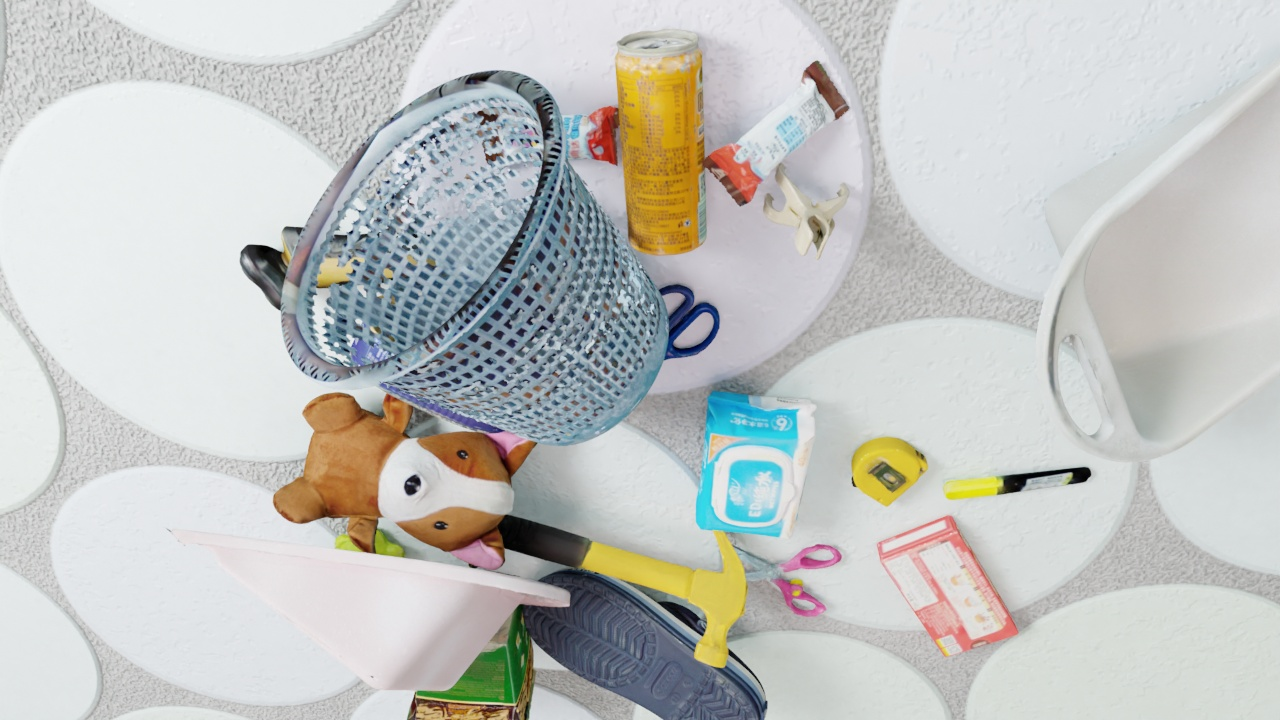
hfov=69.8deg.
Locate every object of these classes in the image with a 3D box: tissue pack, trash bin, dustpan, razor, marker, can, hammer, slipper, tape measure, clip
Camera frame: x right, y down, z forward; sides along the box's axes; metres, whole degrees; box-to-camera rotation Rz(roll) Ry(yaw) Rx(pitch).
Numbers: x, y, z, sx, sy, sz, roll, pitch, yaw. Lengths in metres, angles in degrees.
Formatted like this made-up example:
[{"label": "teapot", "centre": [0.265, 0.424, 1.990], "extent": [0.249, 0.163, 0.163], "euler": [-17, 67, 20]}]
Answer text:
[{"label": "tissue pack", "centre": [0.095, 0.089, 0.778], "extent": [0.090, 0.063, 0.140], "euler": [5, 123, 2]}, {"label": "trash bin", "centre": [-0.091, -0.043, 0.624], "extent": [0.227, 0.226, 0.195], "euler": [-27, 140, 20]}, {"label": "dustpan", "centre": [0.386, -0.051, 0.616], "extent": [0.258, 0.142, 0.223], "euler": [-24, 118, 21]}, {"label": "razor", "centre": [-0.220, -0.073, 0.712], "extent": [0.167, 0.062, 0.067], "euler": [-3, 91, 1]}, {"label": "marker", "centre": [0.327, 0.106, 0.797], "extent": [0.124, 0.015, 0.018], "euler": [-8, 122, 7]}, {"label": "can", "centre": [0.016, -0.148, 0.635], "extent": [0.058, 0.058, 0.146], "euler": [0, 123, 6]}, {"label": "dustpan", "centre": [-0.205, 0.177, 0.778], "extent": [0.273, 0.138, 0.223], "euler": [33, 168, 14]}, {"label": "hammer", "centre": [-0.049, 0.173, 0.827], "extent": [0.301, 0.128, 0.033], "euler": [15, 166, 1]}, {"label": "slipper", "centre": [0.011, 0.270, 0.884], "extent": [0.253, 0.095, 0.105], "euler": [28, 108, 13]}, {"label": "can", "centre": [-0.158, 0.004, 0.741], "extent": [0.148, 0.074, 0.049], "euler": [26, 125, -14]}, {"label": "tape measure", "centre": [0.212, 0.095, 0.792], "extent": [0.057, 0.028, 0.060], "euler": [32, 120, -14]}, {"label": "clip", "centre": [0.108, -0.106, 0.642], "extent": [0.096, 0.101, 0.035], "euler": [32, 125, 16]}]

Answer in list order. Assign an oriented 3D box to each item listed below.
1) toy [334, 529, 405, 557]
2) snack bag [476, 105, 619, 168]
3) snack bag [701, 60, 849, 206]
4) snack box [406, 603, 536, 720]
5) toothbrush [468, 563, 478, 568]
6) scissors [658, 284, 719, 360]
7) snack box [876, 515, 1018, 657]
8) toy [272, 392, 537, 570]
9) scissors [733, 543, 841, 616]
[{"label": "toy", "centre": [-0.266, 0.211, 0.911], "extent": [0.097, 0.031, 0.100], "euler": [-18, 116, 19]}, {"label": "snack bag", "centre": [-0.063, -0.159, 0.655], "extent": [0.105, 0.026, 0.045], "euler": [0, 126, 8]}, {"label": "snack bag", "centre": [0.094, -0.155, 0.630], "extent": [0.104, 0.026, 0.048], "euler": [-45, 116, -2]}, {"label": "snack box", "centre": [-0.164, 0.286, 0.902], "extent": [0.118, 0.117, 0.106], "euler": [3, 118, 0]}, {"label": "toothbrush", "centre": [-0.148, 0.129, 0.854], "extent": [0.012, 0.017, 0.186], "euler": [7, 124, -8]}, {"label": "scissors", "centre": [0.005, 0.010, 0.767], "extent": [0.105, 0.012, 0.175], "euler": [15, 124, -4]}, {"label": "snack box", "centre": [0.290, 0.215, 0.864], "extent": [0.075, 0.025, 0.153], "euler": [-27, 117, 20]}, {"label": "toy", "centre": [-0.193, 0.096, 0.766], "extent": [0.199, 0.130, 0.140], "euler": [16, 85, 4]}, {"label": "scissors", "centre": [0.133, 0.200, 0.876], "extent": [0.133, 0.017, 0.125], "euler": [33, 122, -11]}]
